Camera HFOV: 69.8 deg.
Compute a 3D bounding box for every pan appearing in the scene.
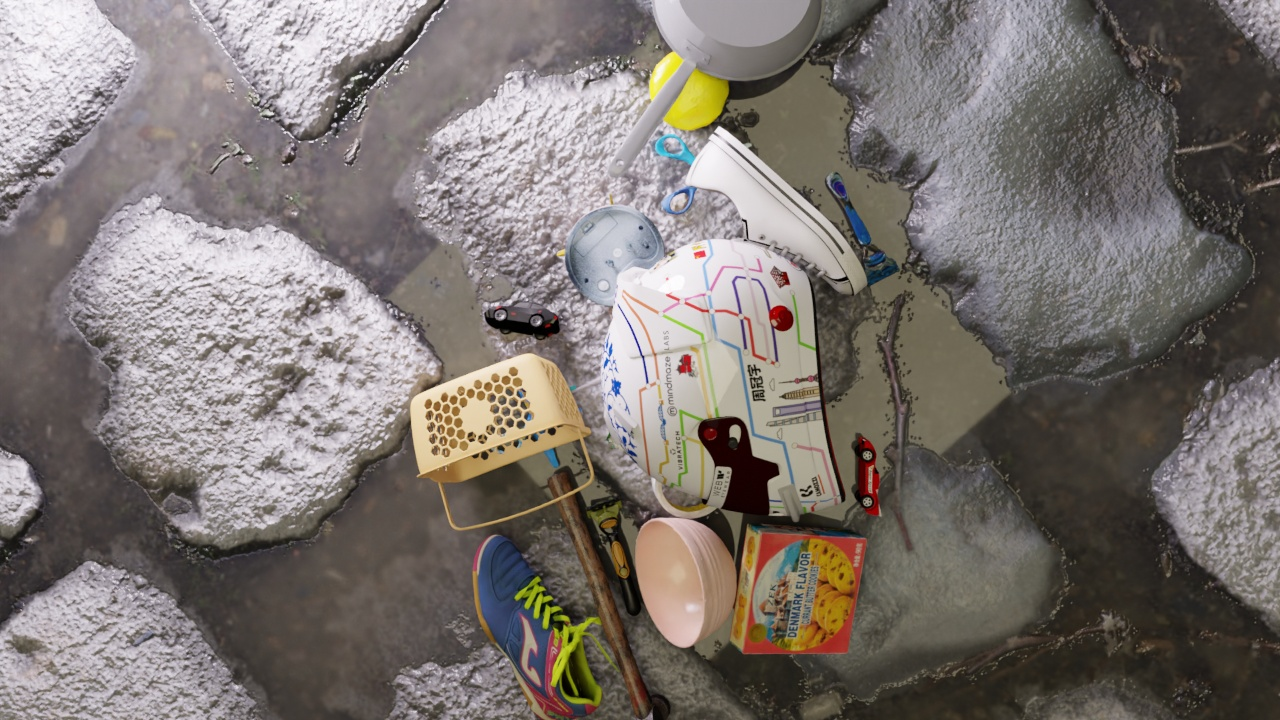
[{"bbox_3d":[0.069,-0.355,1.036,0.201,0.051,0.356,35,81,2],"label":"pan"}]

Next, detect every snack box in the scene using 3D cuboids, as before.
[{"bbox_3d":[0.183,0.267,1.069,0.144,0.040,0.142,7,95,-21],"label":"snack box"}]

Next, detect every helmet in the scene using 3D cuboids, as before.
[{"bbox_3d":[0.078,0.031,0.977,0.236,0.230,0.314,-11,103,3],"label":"helmet"}]

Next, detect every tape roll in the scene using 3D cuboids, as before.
[{"bbox_3d":[0.061,0.142,1.096,0.094,0.019,0.094,-3,104,-11],"label":"tape roll"}]

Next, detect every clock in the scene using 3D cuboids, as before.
[{"bbox_3d":[-0.014,-0.109,1.084,0.158,0.058,0.117,45,97,1],"label":"clock"}]

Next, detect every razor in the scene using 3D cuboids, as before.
[{"bbox_3d":[-0.026,0.241,1.116,0.044,0.021,0.144,-16,90,-11],"label":"razor"},{"bbox_3d":[0.254,-0.158,1.076,0.044,0.018,0.141,-28,90,7],"label":"razor"}]

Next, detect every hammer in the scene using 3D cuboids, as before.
[{"bbox_3d":[-0.045,0.291,1.094,0.033,0.120,0.330,-22,85,11],"label":"hammer"}]

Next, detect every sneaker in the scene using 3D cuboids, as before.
[{"bbox_3d":[0.148,-0.149,1.049,0.245,0.091,0.097,42,100,-4],"label":"sneaker"},{"bbox_3d":[-0.115,0.315,1.104,0.091,0.116,0.242,-22,95,34],"label":"sneaker"}]

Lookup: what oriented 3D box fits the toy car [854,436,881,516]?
[{"bbox_3d":[0.268,0.137,1.081,0.025,0.038,0.089,-1,93,3],"label":"toy car"}]

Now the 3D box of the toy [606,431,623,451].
[{"bbox_3d":[0.021,0.082,1.102,0.109,0.041,0.096,32,95,-13],"label":"toy"}]

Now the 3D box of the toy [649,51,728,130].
[{"bbox_3d":[0.057,-0.318,1.074,0.094,0.041,0.095,43,96,-3],"label":"toy"}]

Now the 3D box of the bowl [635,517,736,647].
[{"bbox_3d":[0.062,0.250,1.069,0.076,0.153,0.153,-10,93,-29],"label":"bowl"}]

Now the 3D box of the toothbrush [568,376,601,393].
[{"bbox_3d":[-0.007,0.006,1.110,0.188,0.018,0.019,-22,89,6],"label":"toothbrush"}]

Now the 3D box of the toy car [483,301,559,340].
[{"bbox_3d":[-0.142,-0.052,1.109,0.092,0.042,0.036,9,69,5],"label":"toy car"}]

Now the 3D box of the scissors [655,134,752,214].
[{"bbox_3d":[0.074,-0.217,1.094,0.129,0.014,0.119,15,92,0],"label":"scissors"}]

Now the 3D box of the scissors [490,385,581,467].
[{"bbox_3d":[-0.134,0.078,1.129,0.130,0.013,0.125,-28,89,10],"label":"scissors"}]

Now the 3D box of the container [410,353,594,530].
[{"bbox_3d":[-0.159,0.098,1.064,0.183,0.129,0.167,-20,79,9],"label":"container"}]
